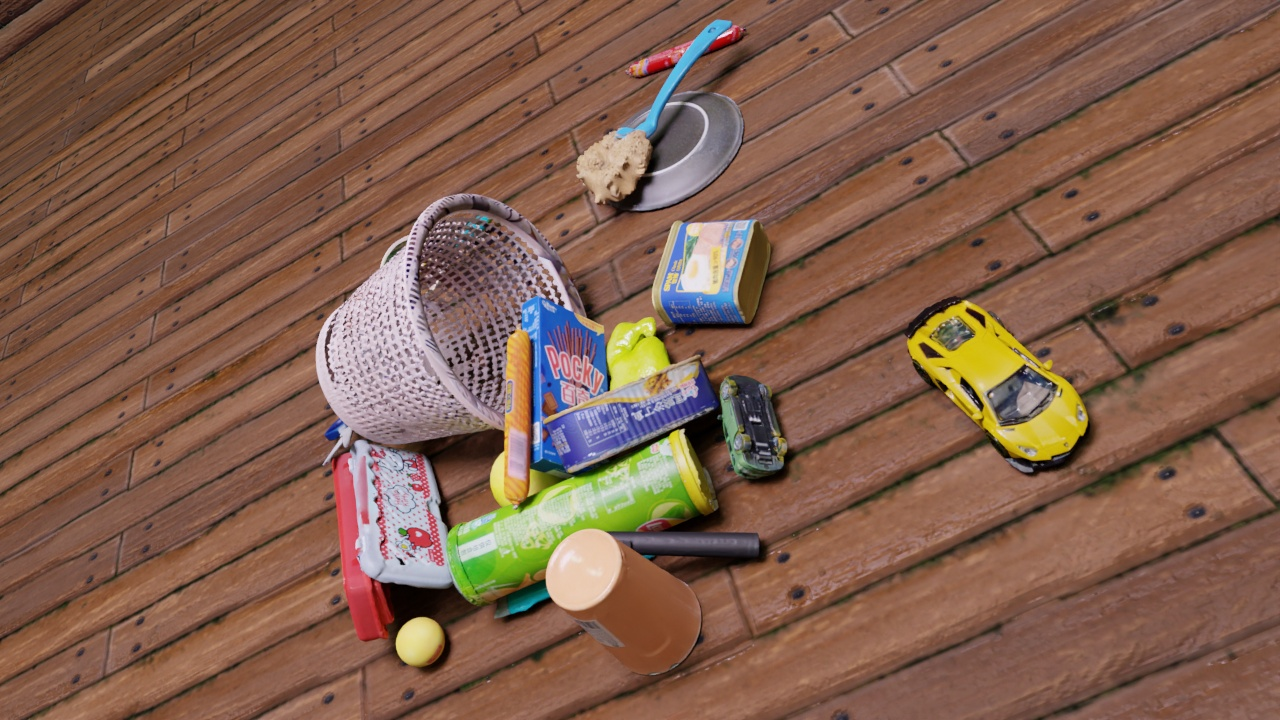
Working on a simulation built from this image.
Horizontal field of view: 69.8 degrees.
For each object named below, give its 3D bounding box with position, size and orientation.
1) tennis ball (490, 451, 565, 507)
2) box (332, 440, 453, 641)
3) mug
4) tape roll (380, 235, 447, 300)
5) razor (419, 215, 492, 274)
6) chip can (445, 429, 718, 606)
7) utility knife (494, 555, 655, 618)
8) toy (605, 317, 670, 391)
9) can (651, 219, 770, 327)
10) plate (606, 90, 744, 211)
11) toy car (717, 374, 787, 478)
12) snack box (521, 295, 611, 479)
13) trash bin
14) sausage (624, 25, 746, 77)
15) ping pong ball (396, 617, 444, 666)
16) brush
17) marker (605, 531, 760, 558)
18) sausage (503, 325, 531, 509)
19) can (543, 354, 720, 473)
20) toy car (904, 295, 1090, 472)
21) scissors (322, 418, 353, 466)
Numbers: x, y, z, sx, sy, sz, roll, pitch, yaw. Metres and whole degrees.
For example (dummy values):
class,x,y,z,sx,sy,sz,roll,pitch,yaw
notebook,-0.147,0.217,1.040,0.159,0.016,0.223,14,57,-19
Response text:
class,x,y,z,sx,sy,sz,roll,pitch,yaw
tennis ball,-0.099,0.104,0.806,0.066,0.065,0.065,-16,51,20
box,-0.221,0.148,0.831,0.098,0.095,0.201,-12,31,-15
mug,-0.015,0.173,0.667,0.078,0.123,0.078,-16,52,21
tape roll,-0.265,-0.104,1.069,0.086,0.014,0.085,-4,78,20
razor,-0.224,-0.141,1.082,0.133,0.028,0.043,-28,67,15
chip can,-0.051,0.130,0.746,0.221,0.072,0.072,-24,49,8
utility knife,-0.048,0.177,0.760,0.164,0.013,0.029,-23,44,10
toy,-0.005,0.005,0.845,0.100,0.031,0.096,27,84,46
can,0.067,-0.081,0.850,0.083,0.057,0.101,2,59,28
plate,0.026,-0.238,1.010,0.180,0.024,0.179,-16,52,21
toy car,0.088,0.053,0.747,0.036,0.043,0.091,126,145,-49
snack box,-0.066,0.027,0.812,0.026,0.084,0.157,-25,57,35
trash bin,-0.189,-0.016,0.864,0.193,0.227,0.227,-21,48,33
sausage,0.052,-0.366,1.091,0.156,0.020,0.020,-14,52,22
ping pong ball,-0.186,0.238,0.777,0.040,0.040,0.040,-16,51,20
brush,0.017,-0.272,0.986,0.083,0.046,0.254,28,79,45
marker,0.025,0.140,0.699,0.132,0.022,0.020,2,82,-1
sausage,-0.101,0.044,0.759,0.021,0.021,0.165,-14,62,22
can,-0.005,0.044,0.760,0.148,0.075,0.049,-22,86,-24
toy car,0.262,0.013,0.678,0.071,0.041,0.155,-36,48,3
scissors,-0.288,0.063,0.932,0.141,0.012,0.171,-47,19,-29
